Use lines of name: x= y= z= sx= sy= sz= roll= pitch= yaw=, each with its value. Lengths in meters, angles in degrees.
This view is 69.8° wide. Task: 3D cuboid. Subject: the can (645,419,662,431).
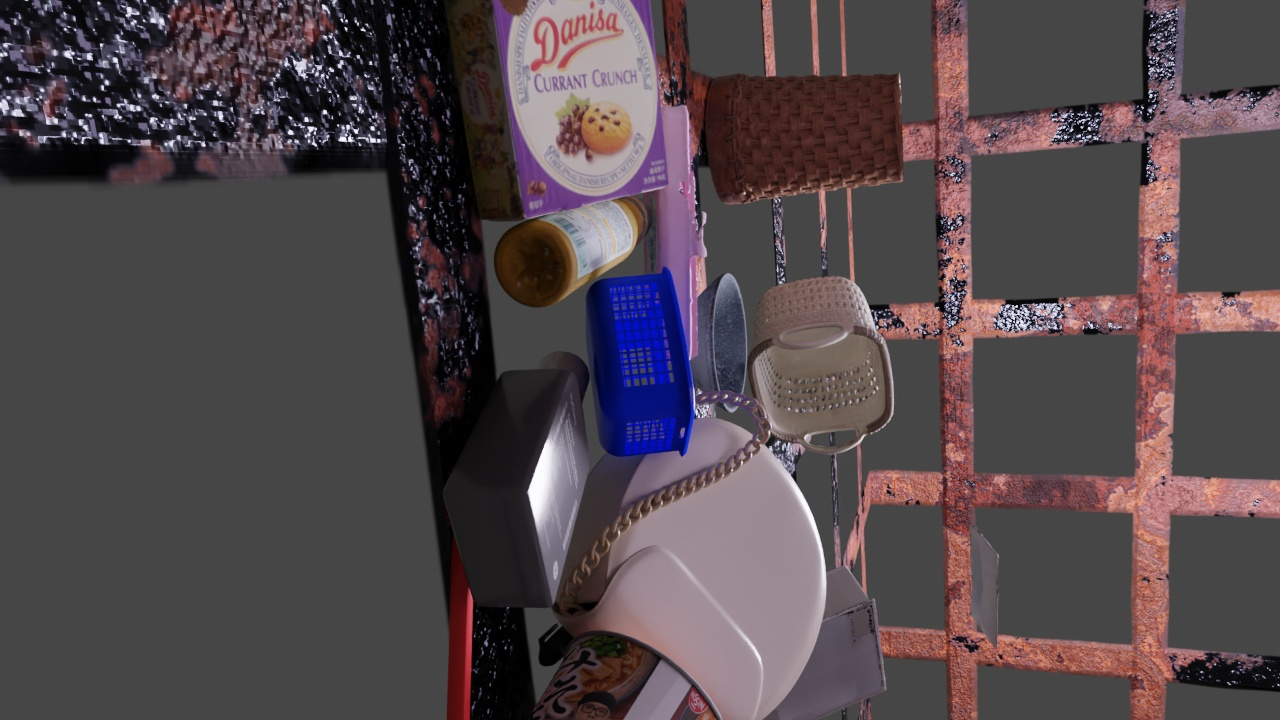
can: x=0.031 y=0.124 z=0.813 sx=0.116 sy=0.057 sz=0.092 roll=-71 pitch=154 yaw=-44

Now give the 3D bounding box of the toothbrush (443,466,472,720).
toothbrush: x=-0.101 y=0.163 z=0.501 sx=0.018 sy=0.012 sz=0.212 roll=14 pitch=76 yaw=-70

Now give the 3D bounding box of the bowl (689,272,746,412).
bowl: x=0.063 y=-0.017 z=0.907 sx=0.137 sy=0.057 sz=0.137 roll=-1 pitch=90 yaw=-70

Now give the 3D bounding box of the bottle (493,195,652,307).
bottle: x=-0.038 y=-0.084 z=0.631 sx=0.185 sy=0.053 sz=0.053 roll=-45 pitch=131 yaw=-65

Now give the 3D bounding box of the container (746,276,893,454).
container: x=0.243 y=0.003 z=1.254 sx=0.246 sy=0.185 sz=0.142 roll=68 pitch=18 yaw=-48

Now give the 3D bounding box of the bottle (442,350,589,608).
bottle: x=-0.062 y=0.054 z=0.544 sx=0.173 sy=0.046 sz=0.084 roll=-77 pitch=163 yaw=-57

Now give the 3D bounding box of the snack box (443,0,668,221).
snack box: x=-0.047 y=-0.170 z=0.566 sx=0.143 sy=0.041 sz=0.148 roll=-25 pitch=114 yaw=-47

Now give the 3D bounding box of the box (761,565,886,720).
box: x=0.075 y=0.270 z=1.092 sx=0.173 sy=0.422 sz=0.168 roll=-36 pitch=130 yaw=-26

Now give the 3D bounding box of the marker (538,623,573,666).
marker: x=-0.043 y=0.187 z=0.666 sx=0.022 sy=0.016 sz=0.138 roll=65 pitch=20 yaw=1

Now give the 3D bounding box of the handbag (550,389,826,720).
handbag: x=0.049 y=0.152 z=0.672 sx=0.210 sy=0.104 sz=0.208 roll=51 pitch=50 yaw=-18

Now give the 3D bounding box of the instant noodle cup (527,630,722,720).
instant noodle cup: x=-0.030 y=0.251 z=0.547 sx=0.121 sy=0.124 sz=0.124 roll=-42 pitch=130 yaw=-45

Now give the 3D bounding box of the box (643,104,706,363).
box: x=0.017 y=-0.098 z=0.764 sx=0.152 sy=0.038 sz=0.201 roll=-171 pitch=-101 yaw=-77

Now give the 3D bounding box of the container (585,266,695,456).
container: x=-0.004 y=0.004 z=0.615 sx=0.096 sy=0.058 sz=0.114 roll=95 pitch=-12 yaw=-60

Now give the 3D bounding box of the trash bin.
trash bin: x=0.195 y=-0.265 z=1.065 sx=0.151 sy=0.210 sz=0.151 roll=-1 pitch=89 yaw=-71
